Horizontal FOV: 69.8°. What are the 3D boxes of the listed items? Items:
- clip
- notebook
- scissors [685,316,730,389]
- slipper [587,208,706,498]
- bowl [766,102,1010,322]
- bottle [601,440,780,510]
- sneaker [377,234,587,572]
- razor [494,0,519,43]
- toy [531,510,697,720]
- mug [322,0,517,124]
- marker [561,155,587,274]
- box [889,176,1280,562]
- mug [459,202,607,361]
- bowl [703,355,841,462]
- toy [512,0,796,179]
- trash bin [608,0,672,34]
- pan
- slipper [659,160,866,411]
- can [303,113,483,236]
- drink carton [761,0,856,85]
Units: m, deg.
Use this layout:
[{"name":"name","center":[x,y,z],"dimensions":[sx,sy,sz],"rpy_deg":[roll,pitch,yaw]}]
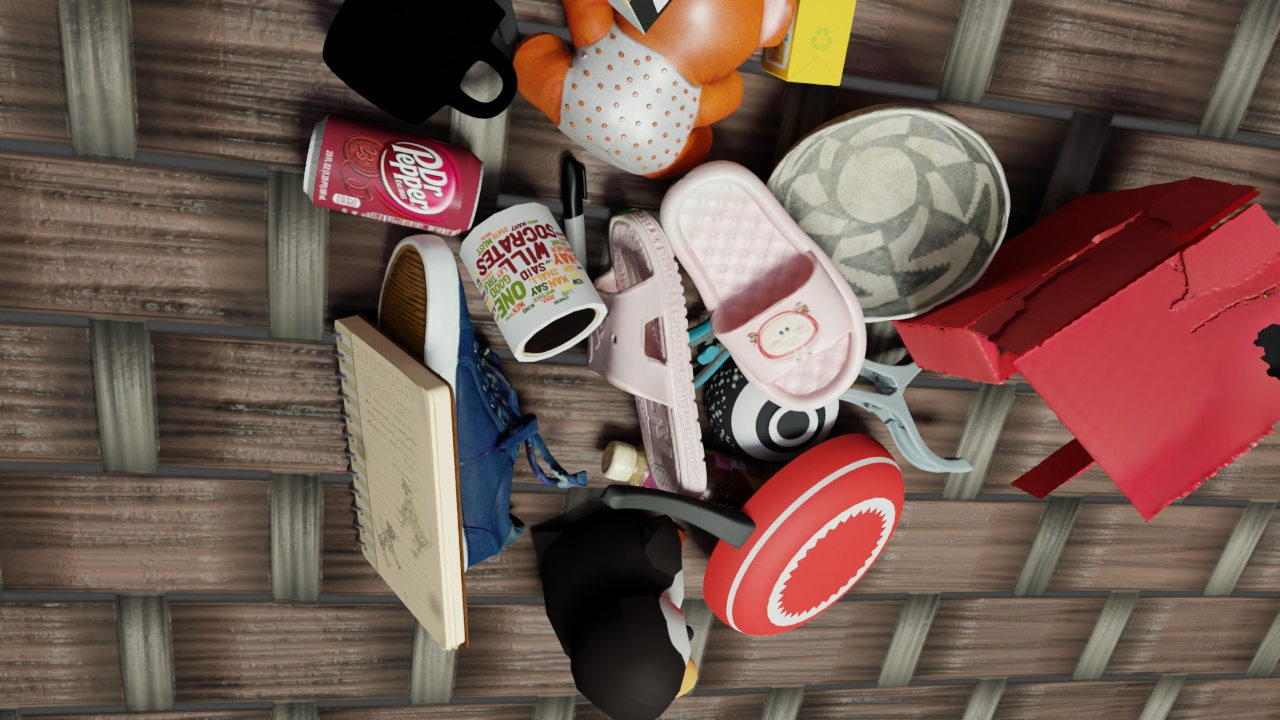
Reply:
[{"name":"clip","center":[0.236,0.061,0.791],"dimensions":[0.173,0.030,0.158],"rpy_deg":[-2,85,-28]},{"name":"notebook","center":[-0.184,0.091,0.697],"dimensions":[0.024,0.167,0.226],"rpy_deg":[-17,122,-35]},{"name":"scissors","center":[0.057,-0.013,0.759],"dimensions":[0.123,0.019,0.149],"rpy_deg":[6,131,-4]},{"name":"slipper","center":[-0.004,0.004,0.710],"dimensions":[0.064,0.094,0.239],"rpy_deg":[-17,108,-19]},{"name":"bowl","center":[0.184,-0.123,0.705],"dimensions":[0.178,0.081,0.179],"rpy_deg":[6,130,7]},{"name":"bottle","center":[0.047,0.104,0.806],"dimensions":[0.166,0.059,0.060],"rpy_deg":[16,111,-19]},{"name":"sneaker","center":[-0.126,0.036,0.726],"dimensions":[0.127,0.121,0.295],"rpy_deg":[-19,123,-29]},{"name":"razor","center":[-0.102,-0.284,0.606],"dimensions":[0.043,0.022,0.144],"rpy_deg":[-14,118,-4]},{"name":"toy","center":[-0.023,0.219,0.777],"dimensions":[0.140,0.184,0.159],"rpy_deg":[26,108,-21]},{"name":"mug","center":[-0.135,-0.205,0.604],"dimensions":[0.121,0.085,0.095],"rpy_deg":[31,107,-30]},{"name":"marker","center":[-0.048,-0.091,0.717],"dimensions":[0.022,0.016,0.139],"rpy_deg":[-20,122,-29]},{"name":"box","center":[0.345,-0.034,0.647],"dimensions":[0.211,0.318,0.121],"rpy_deg":[-33,123,-7]},{"name":"mug","center":[-0.077,-0.052,0.684],"dimensions":[0.073,0.105,0.089],"rpy_deg":[-30,75,-3]},{"name":"bowl","center":[0.120,0.039,0.786],"dimensions":[0.120,0.066,0.120],"rpy_deg":[-5,116,-10]},{"name":"toy","center":[0.013,-0.219,0.632],"dimensions":[0.163,0.092,0.173],"rpy_deg":[28,119,-20]},{"name":"trash bin","center":[-0.049,-0.324,0.485],"dimensions":[0.247,0.142,0.142],"rpy_deg":[41,102,-4]},{"name":"pan","center":[0.101,0.142,0.751],"dimensions":[0.355,0.067,0.209],"rpy_deg":[17,111,-49]},{"name":"slipper","center":[0.095,-0.051,0.686],"dimensions":[0.107,0.055,0.221],"rpy_deg":[-29,116,16]},{"name":"can","center":[-0.172,-0.129,0.643],"dimensions":[0.114,0.063,0.063],"rpy_deg":[11,112,-17]},{"name":"drink carton","center":[0.123,-0.262,0.645],"dimensions":[0.040,0.058,0.123],"rpy_deg":[1,115,-13]}]
